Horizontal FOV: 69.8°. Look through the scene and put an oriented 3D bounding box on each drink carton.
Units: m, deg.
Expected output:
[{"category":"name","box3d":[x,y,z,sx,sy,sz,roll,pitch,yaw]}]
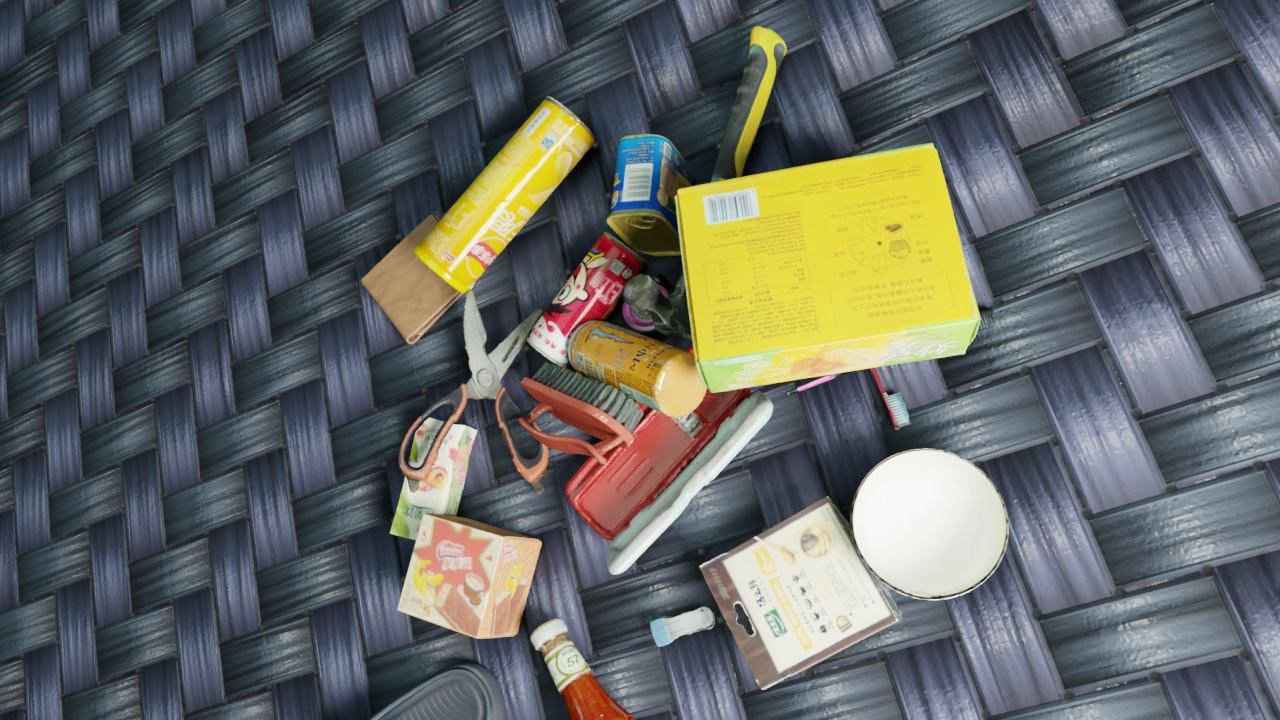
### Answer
[{"category":"drink carton","box3d":[-0.207,0.122,0.927,0.053,0.045,0.122,10,82,14]}]

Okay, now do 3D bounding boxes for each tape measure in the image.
[{"category":"tape measure","box3d":[0.012,-0.046,0.882,0.058,0.039,0.057,-34,67,6]}]

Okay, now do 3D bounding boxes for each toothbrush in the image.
[{"category":"toothbrush","box3d":[0.214,-0.003,0.789,0.189,0.014,0.017,-22,79,6]},{"category":"toothbrush","box3d":[0.199,-0.027,0.815,0.017,0.016,0.187,-20,71,8]}]

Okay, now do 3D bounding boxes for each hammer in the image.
[{"category":"hammer","box3d":[0.079,-0.167,0.858,0.032,0.126,0.322,3,67,43]}]

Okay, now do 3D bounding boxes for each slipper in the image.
[{"category":"slipper","box3d":[-0.249,0.382,0.864,0.268,0.083,0.110,-41,64,7]}]

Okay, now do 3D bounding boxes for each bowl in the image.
[{"category":"bowl","box3d":[0.228,0.134,0.732,0.116,0.066,0.116,-5,71,13]}]

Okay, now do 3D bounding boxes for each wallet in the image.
[{"category":"wallet","box3d":[-0.240,-0.091,1.007,0.115,0.020,0.101,-44,67,4]}]

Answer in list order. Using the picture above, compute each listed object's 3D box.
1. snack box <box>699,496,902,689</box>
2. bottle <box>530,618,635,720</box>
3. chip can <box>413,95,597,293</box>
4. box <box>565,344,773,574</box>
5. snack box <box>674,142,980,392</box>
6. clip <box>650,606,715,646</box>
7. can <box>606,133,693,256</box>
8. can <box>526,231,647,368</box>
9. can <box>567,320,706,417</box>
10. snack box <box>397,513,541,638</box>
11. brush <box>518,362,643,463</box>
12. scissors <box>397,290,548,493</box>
[{"category":"snack box","box3d":[0.134,0.193,0.768,0.126,0.053,0.113,-32,68,13]},{"category":"bottle","box3d":[-0.033,0.321,0.802,0.060,0.059,0.206,-40,65,9]},{"category":"chip can","box3d":[-0.140,-0.170,0.948,0.072,0.072,0.213,40,91,25]},{"category":"box","box3d":[0.028,0.090,0.827,0.201,0.074,0.154,-48,36,5]},{"category":"snack box","box3d":[0.141,-0.071,0.725,0.210,0.070,0.157,-9,68,8]},{"category":"clip","box3d":[0.039,0.235,0.817,0.058,0.043,0.026,-22,69,12]},{"category":"can","box3d":[0.012,-0.156,0.875,0.057,0.102,0.083,0,75,22]},{"category":"can","box3d":[-0.053,-0.058,0.903,0.053,0.053,0.133,38,93,25]},{"category":"can","box3d":[-0.005,0.005,0.832,0.146,0.058,0.058,22,86,51]},{"category":"snack box","box3d":[-0.161,0.204,0.872,0.093,0.077,0.094,11,81,24]},{"category":"brush","box3d":[-0.057,0.053,0.842,0.146,0.063,0.069,17,66,52]},{"category":"scissors","box3d":[-0.160,0.038,0.911,0.188,0.015,0.225,-20,77,-14]}]
